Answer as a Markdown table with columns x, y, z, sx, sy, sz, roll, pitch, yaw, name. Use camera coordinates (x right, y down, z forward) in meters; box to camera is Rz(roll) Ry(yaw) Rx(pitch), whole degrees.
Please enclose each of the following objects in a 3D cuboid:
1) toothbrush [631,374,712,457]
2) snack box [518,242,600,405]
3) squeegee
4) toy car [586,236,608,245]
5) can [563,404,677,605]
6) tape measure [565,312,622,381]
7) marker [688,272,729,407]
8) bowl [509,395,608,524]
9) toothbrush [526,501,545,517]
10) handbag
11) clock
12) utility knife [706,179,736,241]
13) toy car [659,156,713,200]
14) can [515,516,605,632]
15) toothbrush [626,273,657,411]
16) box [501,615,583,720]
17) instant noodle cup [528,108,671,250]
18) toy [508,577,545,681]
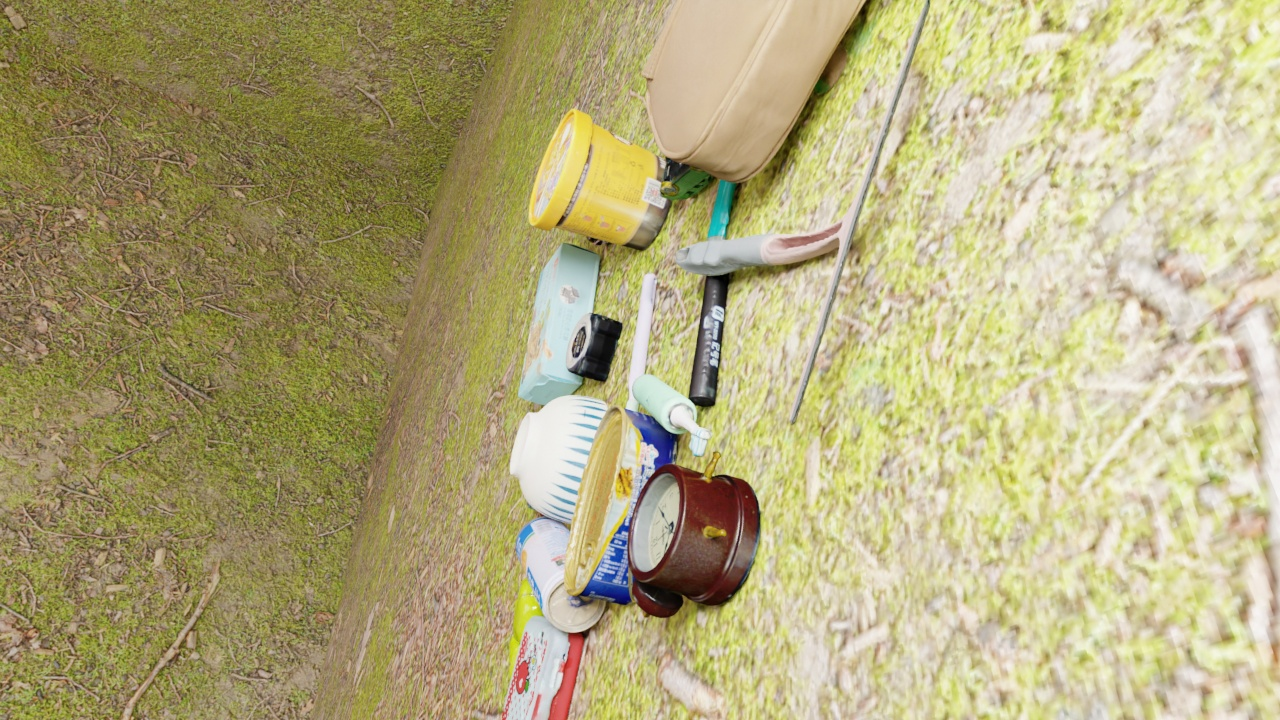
| x | y | z | sx | sy | sz | roll | pitch | yaw | name |
| --- | --- | --- | --- | --- | --- | --- | --- | --- | --- |
| 0.022 | 0.035 | 0.651 | 0.224 | 0.026 | 0.027 | -148 | 73 | -80 | toothbrush |
| -0.091 | -0.040 | 1.032 | 0.074 | 0.051 | 0.174 | 136 | 145 | -55 | snack box |
| 0.087 | -0.077 | 0.601 | 0.250 | 0.040 | 0.247 | 0 | 69 | 68 | squeegee |
| -0.049 | -0.179 | 1.066 | 0.056 | 0.037 | 0.122 | -64 | 34 | 31 | toy car |
| -0.016 | 0.111 | 0.705 | 0.075 | 0.049 | 0.148 | 164 | 122 | -67 | can |
| -0.048 | -0.014 | 0.925 | 0.066 | 0.033 | 0.065 | 15 | 86 | 68 | tape measure |
| 0.052 | -0.028 | 0.685 | 0.022 | 0.020 | 0.131 | 117 | 164 | -65 | marker |
| -0.078 | 0.084 | 0.831 | 0.116 | 0.066 | 0.116 | -163 | 91 | -73 | bowl |
| -0.095 | 0.181 | 0.908 | 0.016 | 0.017 | 0.187 | -66 | 21 | 18 | toothbrush |
| 0.081 | -0.230 | 0.634 | 0.205 | 0.099 | 0.147 | -59 | 36 | 27 | handbag |
| 0.025 | 0.115 | 0.582 | 0.122 | 0.055 | 0.081 | -50 | 30 | 42 | clock |
| 0.079 | -0.173 | 0.743 | 0.029 | 0.013 | 0.186 | -3 | 72 | 67 | utility knife |
| 0.046 | -0.171 | 0.797 | 0.091 | 0.036 | 0.043 | 147 | 137 | -63 | toy car |
| -0.070 | 0.181 | 0.787 | 0.053 | 0.053 | 0.134 | -71 | 20 | 4 | can |
| -0.005 | 0.005 | 0.815 | 0.021 | 0.029 | 0.188 | -3 | 63 | 26 | toothbrush |
| -0.095 | 0.314 | 0.753 | 0.087 | 0.047 | 0.201 | -20 | 54 | 66 | box |
| -0.036 | -0.170 | 0.900 | 0.118 | 0.114 | 0.118 | -163 | 91 | -71 | instant noodle cup |
| -0.103 | 0.247 | 0.845 | 0.096 | 0.031 | 0.100 | -108 | 30 | -56 | toy |
